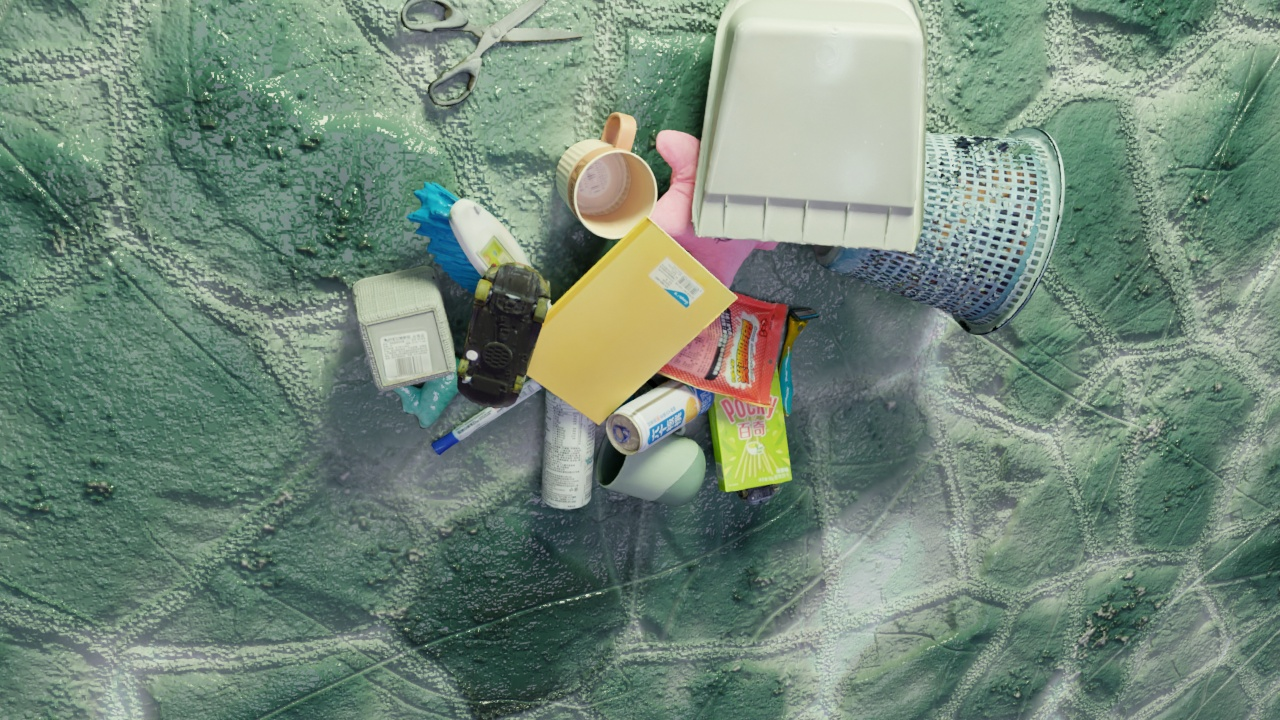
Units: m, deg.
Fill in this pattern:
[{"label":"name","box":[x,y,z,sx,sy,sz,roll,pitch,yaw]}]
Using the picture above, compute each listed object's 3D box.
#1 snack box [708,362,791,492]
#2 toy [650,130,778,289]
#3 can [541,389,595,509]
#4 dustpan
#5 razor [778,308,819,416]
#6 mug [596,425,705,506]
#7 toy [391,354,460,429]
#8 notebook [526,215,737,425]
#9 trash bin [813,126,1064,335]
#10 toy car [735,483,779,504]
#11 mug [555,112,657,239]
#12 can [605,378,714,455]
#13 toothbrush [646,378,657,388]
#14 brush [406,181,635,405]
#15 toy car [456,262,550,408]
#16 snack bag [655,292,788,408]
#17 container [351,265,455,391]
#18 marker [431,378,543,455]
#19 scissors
[{"label":"snack box","box":[0.125,0.070,1.076,0.085,0.026,0.156,-7,90,-15]},{"label":"toy","box":[0.071,-0.153,0.969,0.178,0.075,0.195,-25,113,-27]},{"label":"can","box":[-0.081,0.092,1.036,0.058,0.058,0.147,-2,111,-16]},{"label":"dustpan","box":[0.172,-0.259,0.897,0.223,0.142,0.258,5,119,5]},{"label":"razor","box":[0.181,0.003,1.095,0.043,0.028,0.133,-13,116,-46]},{"label":"mug","box":[0.017,0.107,1.066,0.106,0.082,0.111,19,73,-22]},{"label":"toy","box":[-0.224,0.028,0.985,0.096,0.030,0.092,34,96,-19]},{"label":"notebook","box":[-0.020,-0.034,0.938,0.206,0.010,0.146,-43,125,15]},{"label":"trash bin","box":[0.299,-0.156,0.981,0.195,0.226,0.227,11,108,-8]},{"label":"toy car","box":[0.135,0.117,1.119,0.054,0.037,0.121,-17,106,-14]},{"label":"mug","box":[-0.033,-0.189,0.911,0.081,0.106,0.115,9,108,-20]},{"label":"can","box":[0.023,0.056,1.016,0.134,0.053,0.053,-28,123,-45]},{"label":"toothbrush","box":[-0.006,0.006,1.050,0.189,0.014,0.016,41,71,-27]},{"label":"brush","box":[-0.112,-0.056,0.946,0.060,0.109,0.314,-55,136,-19]},{"label":"toy car","box":[-0.135,-0.022,0.889,0.070,0.042,0.158,18,119,-8]},{"label":"snack bag","box":[0.068,-0.028,1.023,0.207,0.073,0.128,15,75,-22]},{"label":"container","box":[-0.233,-0.031,0.910,0.090,0.114,0.090,-15,114,-11]},{"label":"marker","box":[-0.167,0.059,1.020,0.146,0.017,0.017,-33,116,-2]},{"label":"scissors","box":[-0.145,-0.311,0.881,0.177,0.014,0.159,19,104,-24]}]
